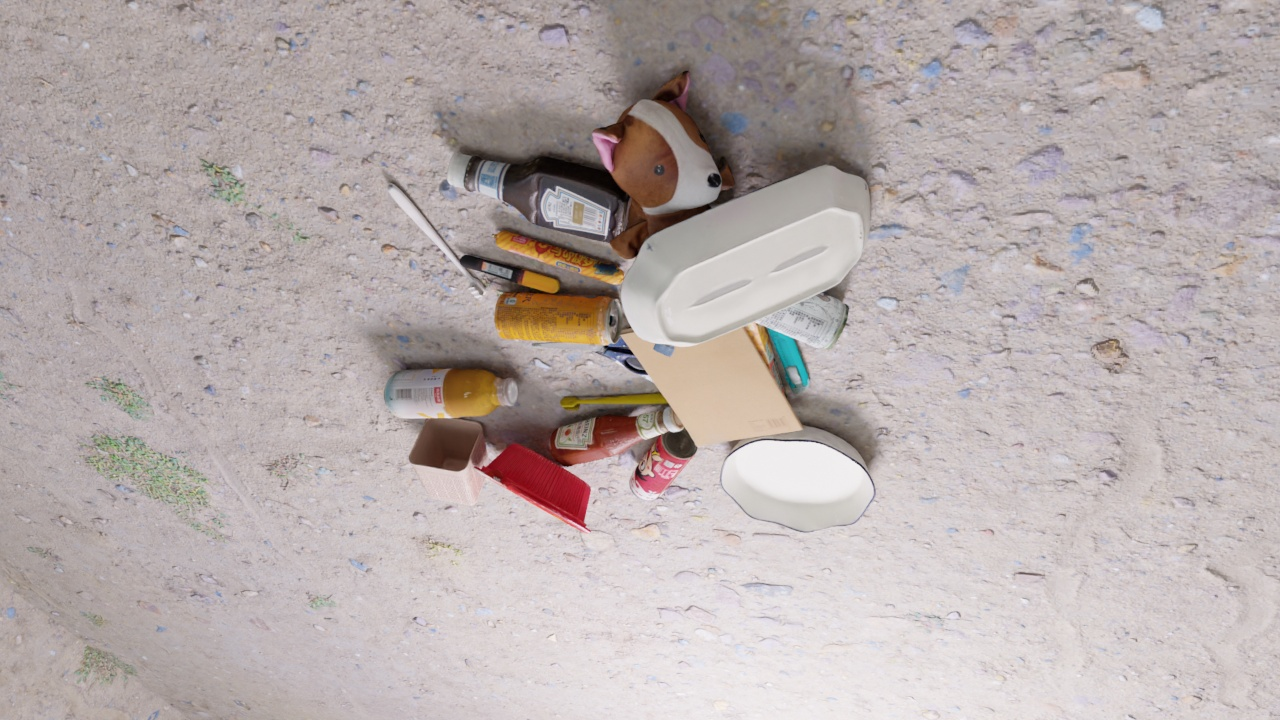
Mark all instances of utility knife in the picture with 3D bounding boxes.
[{"bbox_3d":[0.172,-0.010,1.081,0.029,0.012,0.151,-8,134,24],"label":"utility knife"}]

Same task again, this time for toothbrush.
[{"bbox_3d":[-0.020,0.055,1.221,0.190,0.015,0.016,-4,140,23],"label":"toothbrush"},{"bbox_3d":[-0.240,-0.138,1.081,0.016,0.016,0.180,-15,130,29],"label":"toothbrush"}]

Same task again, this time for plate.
[{"bbox_3d":[0.111,-0.089,0.890,0.265,0.034,0.162,-22,139,-5],"label":"plate"},{"bbox_3d":[0.211,0.156,1.231,0.205,0.045,0.205,9,138,8],"label":"plate"}]

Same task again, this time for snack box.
[{"bbox_3d":[0.121,0.001,1.100,0.077,0.026,0.156,-2,136,24],"label":"snack box"}]

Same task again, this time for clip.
[{"bbox_3d":[0.036,-0.032,1.045,0.027,0.045,0.058,28,129,-5],"label":"clip"}]

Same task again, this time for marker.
[{"bbox_3d":[-0.007,0.007,1.161,0.130,0.018,0.023,28,159,-11],"label":"marker"},{"bbox_3d":[-0.155,-0.104,1.091,0.124,0.015,0.018,16,102,3],"label":"marker"}]

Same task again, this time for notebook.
[{"bbox_3d":[0.089,0.026,1.110,0.150,0.012,0.211,-11,131,31],"label":"notebook"}]

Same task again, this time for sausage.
[{"bbox_3d":[-0.091,-0.117,1.048,0.165,0.021,0.022,18,140,-1],"label":"sausage"}]

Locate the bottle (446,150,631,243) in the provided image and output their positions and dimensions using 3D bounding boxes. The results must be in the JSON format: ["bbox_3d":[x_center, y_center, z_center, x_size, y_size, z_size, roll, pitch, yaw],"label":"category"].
[{"bbox_3d":[-0.106,-0.179,0.968,0.195,0.043,0.080,15,139,4],"label":"bottle"}]

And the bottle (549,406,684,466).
[{"bbox_3d":[-0.032,0.099,1.243,0.207,0.059,0.060,-17,129,34],"label":"bottle"}]

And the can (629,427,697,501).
[{"bbox_3d":[0.030,0.145,1.275,0.053,0.053,0.133,24,140,-7],"label":"can"}]

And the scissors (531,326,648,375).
[{"bbox_3d":[-0.049,-0.027,1.124,0.173,0.012,0.125,28,124,-11],"label":"scissors"}]

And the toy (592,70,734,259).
[{"bbox_3d":[0.028,-0.165,0.879,0.130,0.139,0.200,22,144,38],"label":"toy"}]

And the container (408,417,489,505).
[{"bbox_3d":[-0.280,0.153,1.371,0.090,0.089,0.111,9,143,10],"label":"container"}]

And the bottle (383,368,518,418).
[{"bbox_3d":[-0.257,0.045,1.253,0.190,0.067,0.068,-2,136,21],"label":"bottle"}]

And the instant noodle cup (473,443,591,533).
[{"bbox_3d":[-0.143,0.177,1.323,0.194,0.065,0.194,28,169,5],"label":"instant noodle cup"}]

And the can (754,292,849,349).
[{"bbox_3d":[0.148,-0.063,0.995,0.146,0.058,0.058,22,140,-5],"label":"can"}]

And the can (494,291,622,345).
[{"bbox_3d":[-0.099,-0.051,1.097,0.146,0.058,0.058,4,138,16],"label":"can"}]
